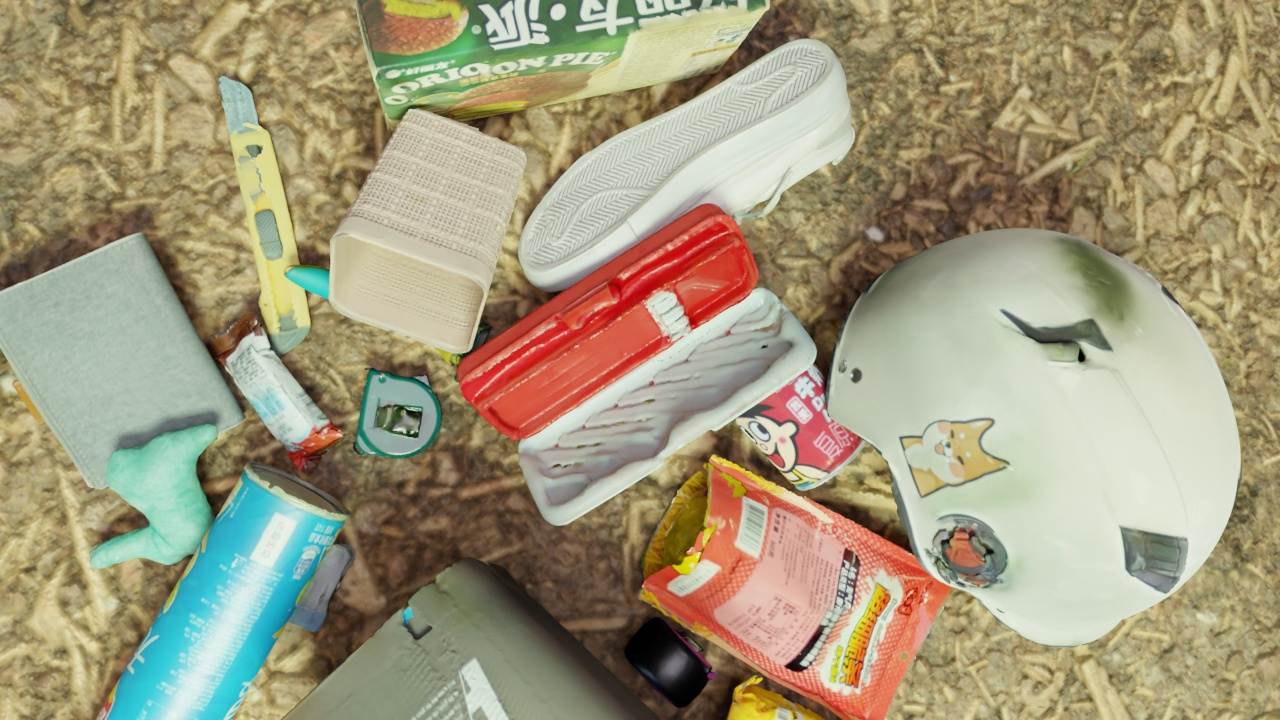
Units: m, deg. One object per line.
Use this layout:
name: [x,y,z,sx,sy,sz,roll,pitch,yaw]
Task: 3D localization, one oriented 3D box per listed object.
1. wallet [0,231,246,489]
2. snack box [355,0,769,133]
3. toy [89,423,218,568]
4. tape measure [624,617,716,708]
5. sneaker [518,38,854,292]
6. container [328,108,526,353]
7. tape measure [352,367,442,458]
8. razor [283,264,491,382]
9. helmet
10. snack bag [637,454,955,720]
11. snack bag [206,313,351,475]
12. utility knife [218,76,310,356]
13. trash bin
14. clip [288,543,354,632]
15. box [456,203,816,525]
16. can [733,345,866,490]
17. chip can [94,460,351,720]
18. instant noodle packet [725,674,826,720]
wallet: [-0.321,0.003,0.557,0.106,0.037,0.130,-26,104,-10]
snack box: [-0.051,-0.208,0.580,0.240,0.114,0.063,-14,90,-10]
toy: [-0.290,0.089,0.554,0.096,0.030,0.092,-19,117,-13]
tape measure: [0.020,0.197,0.604,0.057,0.058,0.039,44,80,-3]
sneaker: [0.034,-0.111,0.616,0.242,0.089,0.091,-31,138,5]
container: [-0.125,-0.081,0.560,0.090,0.090,0.110,19,59,-8]
tape measure: [-0.156,0.036,0.594,0.054,0.025,0.058,9,86,-9]
razor: [-0.165,-0.032,0.594,0.132,0.028,0.043,24,109,-12]
helmet: [0.262,0.029,0.562,0.229,0.157,0.274,-27,78,-32]
snack bag: [0.109,0.158,0.622,0.208,0.073,0.128,29,80,-13]
snack bag: [-0.230,0.022,0.579,0.045,0.026,0.105,-34,96,21]
utility knife: [-0.243,-0.094,0.592,0.031,0.019,0.182,-13,85,-17]
trash bin: [-0.072,0.243,0.506,0.199,0.199,0.220,-42,79,-10]
clip: [-0.202,0.143,0.584,0.026,0.037,0.058,29,81,-3]
box: [-0.004,0.003,0.565,0.201,0.100,0.094,-33,138,3]
can: [0.100,0.033,0.621,0.066,0.066,0.094,-43,95,-10]
chip can: [-0.256,0.168,0.545,0.071,0.071,0.210,30,82,-8]
instant noodle packet: [0.087,0.288,0.619,0.110,0.044,0.128,27,82,-9]
